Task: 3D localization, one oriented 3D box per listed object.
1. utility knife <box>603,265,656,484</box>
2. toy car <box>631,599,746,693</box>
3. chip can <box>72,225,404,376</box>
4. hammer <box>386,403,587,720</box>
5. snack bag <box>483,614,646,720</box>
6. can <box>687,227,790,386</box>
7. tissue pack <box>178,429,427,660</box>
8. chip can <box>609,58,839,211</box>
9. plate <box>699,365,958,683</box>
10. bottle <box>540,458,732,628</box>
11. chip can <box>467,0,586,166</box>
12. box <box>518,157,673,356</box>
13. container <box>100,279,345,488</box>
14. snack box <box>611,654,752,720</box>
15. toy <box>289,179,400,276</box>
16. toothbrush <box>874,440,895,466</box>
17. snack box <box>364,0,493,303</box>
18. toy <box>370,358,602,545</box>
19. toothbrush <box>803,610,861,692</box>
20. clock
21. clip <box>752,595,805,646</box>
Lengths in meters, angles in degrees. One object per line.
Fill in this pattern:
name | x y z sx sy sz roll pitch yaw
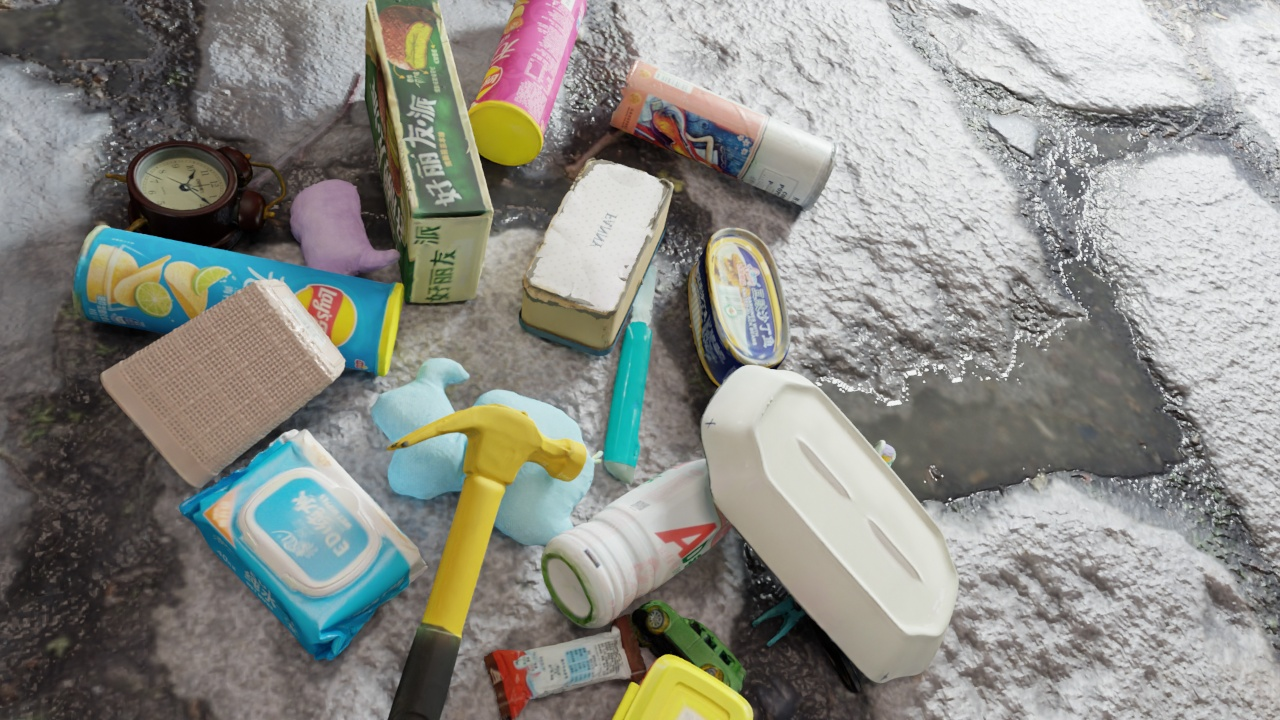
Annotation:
utility knife | -0.005 0.004 0.762 0.029 0.013 0.215 11 58 -3
toy car | 0.032 0.201 0.635 0.091 0.043 0.036 41 59 8
chip can | -0.284 -0.043 0.665 0.210 0.071 0.071 11 56 -11
hammer | -0.125 0.168 0.566 0.128 0.033 0.300 25 67 -28
snack bag | -0.049 0.205 0.615 0.104 0.026 0.048 -10 70 -24
can | 0.085 -0.045 0.801 0.074 0.049 0.148 4 58 -16
tissue pack | -0.215 0.116 0.594 0.140 0.063 0.089 43 56 10
chip can | 0.081 -0.221 0.896 0.214 0.071 0.071 23 55 -4
plate | 0.153 0.114 0.682 0.265 0.034 0.161 49 46 -7
bottle | 0.022 0.117 0.667 0.196 0.068 0.068 -26 70 -36
chip can | -0.105 -0.283 0.874 0.071 0.072 0.210 17 55 -8
box | -0.037 -0.087 0.776 0.090 0.061 0.183 21 57 6
container | -0.261 0.008 0.596 0.111 0.090 0.090 -37 102 -7
snack box | 0.015 0.245 0.579 0.082 0.080 0.091 32 55 2
toy | -0.243 -0.102 0.730 0.084 0.039 0.108 -27 63 1
toothbrush | 0.179 0.147 0.731 0.020 0.029 0.189 -2 49 31
snack box | -0.179 -0.175 0.756 0.063 0.115 0.239 -7 62 -21
toy | -0.105 0.067 0.667 0.156 0.050 0.161 -14 73 -16
toothbrush | 0.116 0.163 0.670 0.018 0.016 0.181 -30 91 -50
clock | -0.338 -0.126 0.710 0.121 0.055 0.082 -16 65 -28
clip | 0.109 0.190 0.685 0.056 0.014 0.042 -27 71 -28
